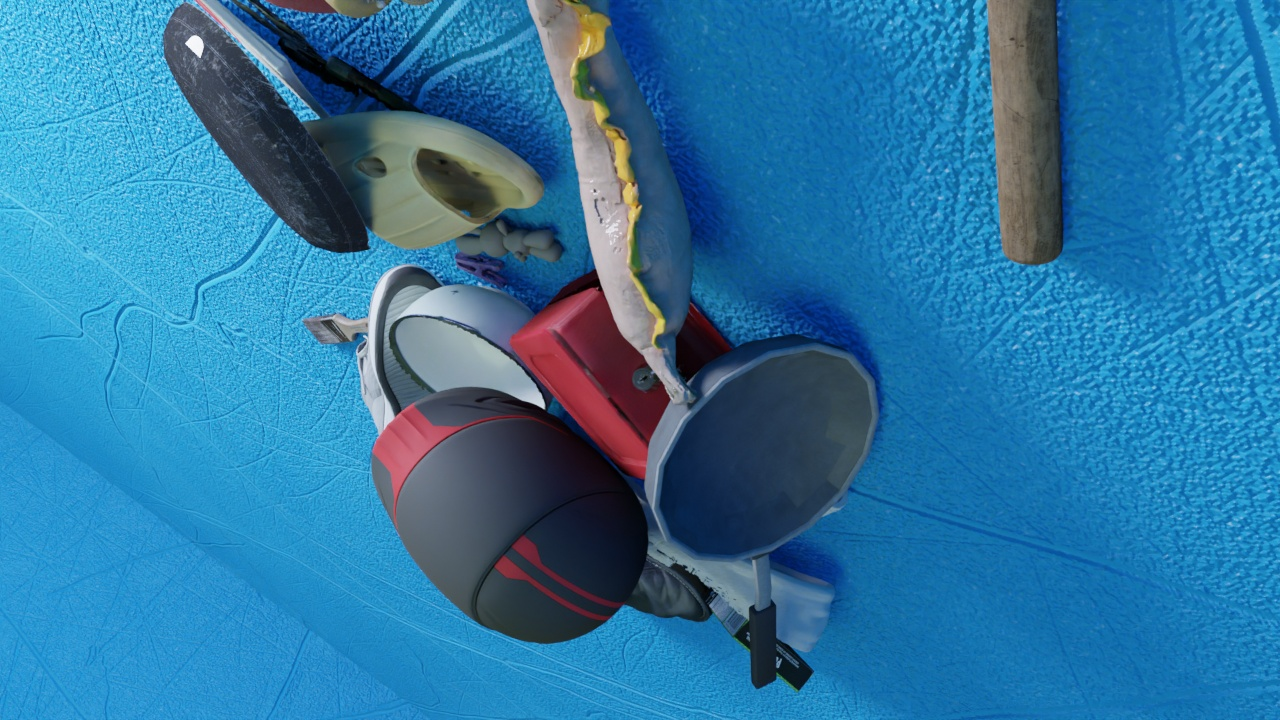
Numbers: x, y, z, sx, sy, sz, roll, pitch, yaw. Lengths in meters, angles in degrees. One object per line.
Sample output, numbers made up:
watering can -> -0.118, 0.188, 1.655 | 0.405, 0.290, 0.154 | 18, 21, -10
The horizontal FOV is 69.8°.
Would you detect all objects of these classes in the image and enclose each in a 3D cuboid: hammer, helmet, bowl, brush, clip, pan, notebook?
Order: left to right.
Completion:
notebook -> -0.292, -0.239, 0.653 | 0.153, 0.012, 0.209 | 43, 177, -10
pan -> -0.307, -0.159, 0.740 | 0.207, 0.040, 0.357 | 54, 161, -15
brush -> -0.332, -0.037, 1.025 | 0.152, 0.012, 0.039 | -4, 128, 44
clip -> -0.135, -0.076, 0.795 | 0.052, 0.014, 0.042 | 3, 136, 37
bowl -> -0.136, -0.012, 0.808 | 0.153, 0.072, 0.154 | 20, 148, 13
helmet -> -0.086, 0.139, 0.740 | 0.170, 0.164, 0.264 | 43, -179, 37
pan -> 0.088, 0.129, 0.686 | 0.041, 0.178, 0.358 | 49, 153, 49
hammer -> 0.161, -0.172, 0.386 | 0.129, 0.040, 0.322 | 7, 137, 32

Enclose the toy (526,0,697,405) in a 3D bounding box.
toy -> -0.012, -0.118, 0.527 | 0.065, 0.195, 0.265 | -16, 142, 1

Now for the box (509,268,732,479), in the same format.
box -> -0.013, 0.014, 0.705 | 0.157, 0.112, 0.135 | 47, 150, -13

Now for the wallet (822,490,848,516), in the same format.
wallet -> 0.106, 0.088, 0.744 | 0.118, 0.037, 0.116 | 37, 147, -6

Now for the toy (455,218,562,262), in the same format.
toy -> -0.114, -0.097, 0.734 | 0.112, 0.030, 0.049 | 11, 153, 26

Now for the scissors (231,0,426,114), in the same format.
scissors -> -0.201, -0.196, 0.623 | 0.142, 0.015, 0.209 | 30, -178, 1

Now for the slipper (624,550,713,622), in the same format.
slipper -> -0.046, 0.249, 1.038 | 0.266, 0.083, 0.109 | 20, 140, 23

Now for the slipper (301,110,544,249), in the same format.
slipper -> -0.191, -0.132, 0.691 | 0.262, 0.079, 0.111 | 13, 167, 39

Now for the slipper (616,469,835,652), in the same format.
slipper -> 0.065, 0.174, 0.853 | 0.247, 0.074, 0.112 | 29, 169, 19

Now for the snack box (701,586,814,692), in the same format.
snack box -> 0.112, 0.267, 0.904 | 0.080, 0.025, 0.147 | 41, 175, -5

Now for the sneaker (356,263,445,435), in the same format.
sneaker -> -0.242, -0.007, 0.921 | 0.128, 0.096, 0.264 | 47, 144, 30

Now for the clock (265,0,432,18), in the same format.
clock -> -0.177, -0.252, 0.534 | 0.159, 0.116, 0.081 | 29, 150, 2
